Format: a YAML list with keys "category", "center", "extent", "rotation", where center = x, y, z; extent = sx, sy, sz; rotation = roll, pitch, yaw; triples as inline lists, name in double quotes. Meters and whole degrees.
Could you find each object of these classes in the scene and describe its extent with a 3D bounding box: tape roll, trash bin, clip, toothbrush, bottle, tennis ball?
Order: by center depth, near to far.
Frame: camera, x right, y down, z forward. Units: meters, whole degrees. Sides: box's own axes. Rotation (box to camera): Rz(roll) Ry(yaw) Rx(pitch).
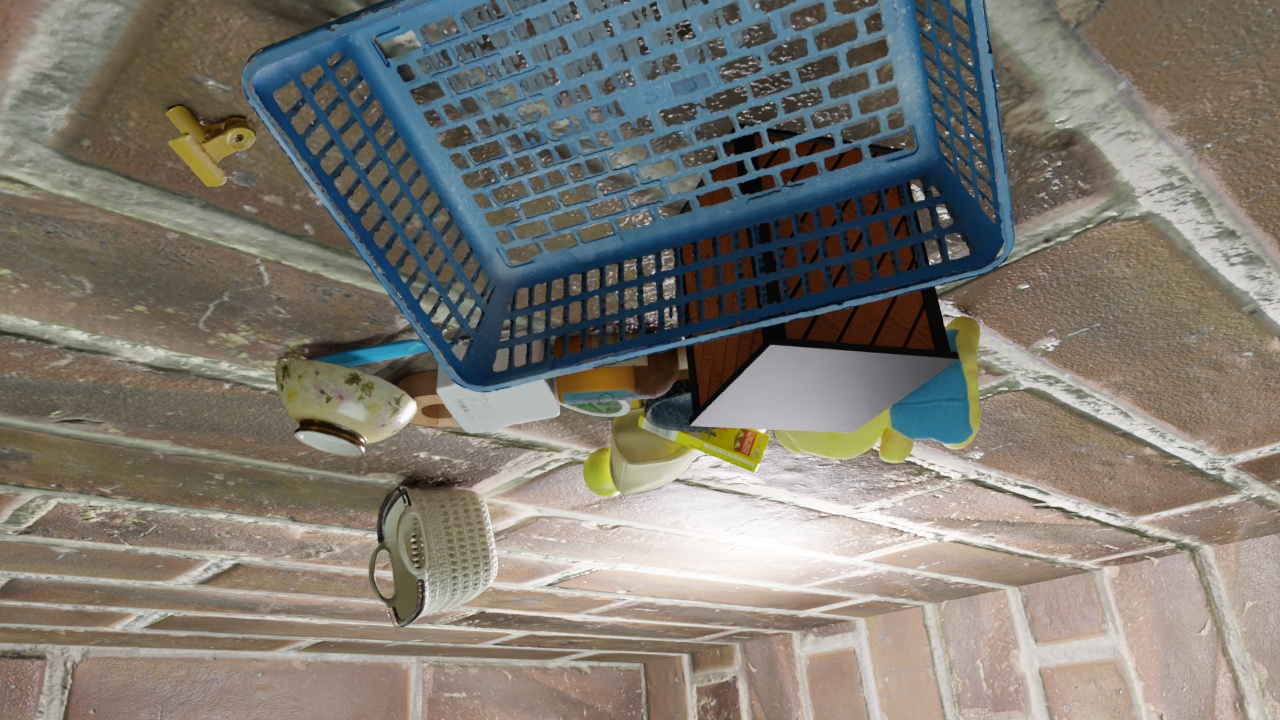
- category: "clip"
  center: [-0.279, -0.144, 0.599]
  extent: [0.047, 0.046, 0.054]
  rotation: [26, 161, 18]
- category: "trash bin"
  center: [0.118, -0.054, 0.685]
  extent: [0.139, 0.171, 0.140]
  rotation: [4, 154, -18]
- category: "toothbrush"
  center: [-0.133, -0.080, 0.773]
  extent: [0.013, 0.013, 0.167]
  rotation: [-7, 157, 3]
- category: "bottle"
  center: [-0.005, 0.005, 0.916]
  extent: [0.157, 0.067, 0.068]
  rotation: [-4, 155, -3]
- category: "tape roll"
  center: [-0.056, 0.036, 1.003]
  extent: [0.094, 0.018, 0.094]
  rotation: [11, 157, 4]
- category: "tape roll"
  center: [-0.220, 0.043, 1.006]
  extent: [0.094, 0.027, 0.094]
  rotation: [-4, 155, -2]
- category: "tennis ball"
  center: [-0.044, 0.149, 1.222]
  extent: [0.065, 0.065, 0.065]
  rotation: [-4, 155, -2]

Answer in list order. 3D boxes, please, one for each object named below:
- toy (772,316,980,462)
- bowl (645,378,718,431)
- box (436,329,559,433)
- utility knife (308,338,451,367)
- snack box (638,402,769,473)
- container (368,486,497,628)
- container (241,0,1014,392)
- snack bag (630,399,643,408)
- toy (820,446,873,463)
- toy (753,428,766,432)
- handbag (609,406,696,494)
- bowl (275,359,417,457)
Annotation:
- category: "toy"
  center: [0.242, 0.033, 0.944]
  extent: [0.214, 0.149, 0.084]
  rotation: [-2, -174, 10]
- category: "bowl"
  center: [0.061, 0.030, 0.990]
  extent: [0.114, 0.060, 0.114]
  rotation: [-2, 155, -1]
- category: "box"
  center: [-0.145, 0.005, 0.931]
  extent: [0.107, 0.095, 0.102]
  rotation: [-13, 143, 6]
- category: "utility knife"
  center: [-0.262, -0.006, 0.900]
  extent: [0.175, 0.015, 0.031]
  rotation: [-8, 159, 20]
- category: "snack box"
  center: [0.072, 0.081, 1.055]
  extent: [0.148, 0.040, 0.029]
  rotation: [22, 151, 6]
- category: "container"
  center: [-0.308, 0.283, 1.346]
  extent: [0.143, 0.184, 0.252]
  rotation: [-6, 160, -28]
- category: "container"
  center: [0.004, -0.130, 0.522]
  extent: [0.363, 0.089, 0.257]
  rotation: [-13, 131, 17]
- category: "snack bag"
  center: [-0.015, 0.032, 1.028]
  extent: [0.026, 0.020, 0.099]
  rotation: [-3, 156, 9]
- category: "toy"
  center: [0.222, 0.061, 1.044]
  extent: [0.134, 0.108, 0.105]
  rotation: [-14, 175, 19]
- category: "toy"
  center: [0.115, 0.054, 1.073]
  extent: [0.092, 0.043, 0.118]
  rotation: [5, 152, 3]
- category: "handbag"
  center: [0.017, 0.108, 1.137]
  extent: [0.111, 0.081, 0.119]
  rotation: [-9, 155, -8]
- category: "bowl"
  center: [-0.308, 0.057, 0.936]
  extent: [0.145, 0.063, 0.145]
  rotation: [11, 157, 5]
